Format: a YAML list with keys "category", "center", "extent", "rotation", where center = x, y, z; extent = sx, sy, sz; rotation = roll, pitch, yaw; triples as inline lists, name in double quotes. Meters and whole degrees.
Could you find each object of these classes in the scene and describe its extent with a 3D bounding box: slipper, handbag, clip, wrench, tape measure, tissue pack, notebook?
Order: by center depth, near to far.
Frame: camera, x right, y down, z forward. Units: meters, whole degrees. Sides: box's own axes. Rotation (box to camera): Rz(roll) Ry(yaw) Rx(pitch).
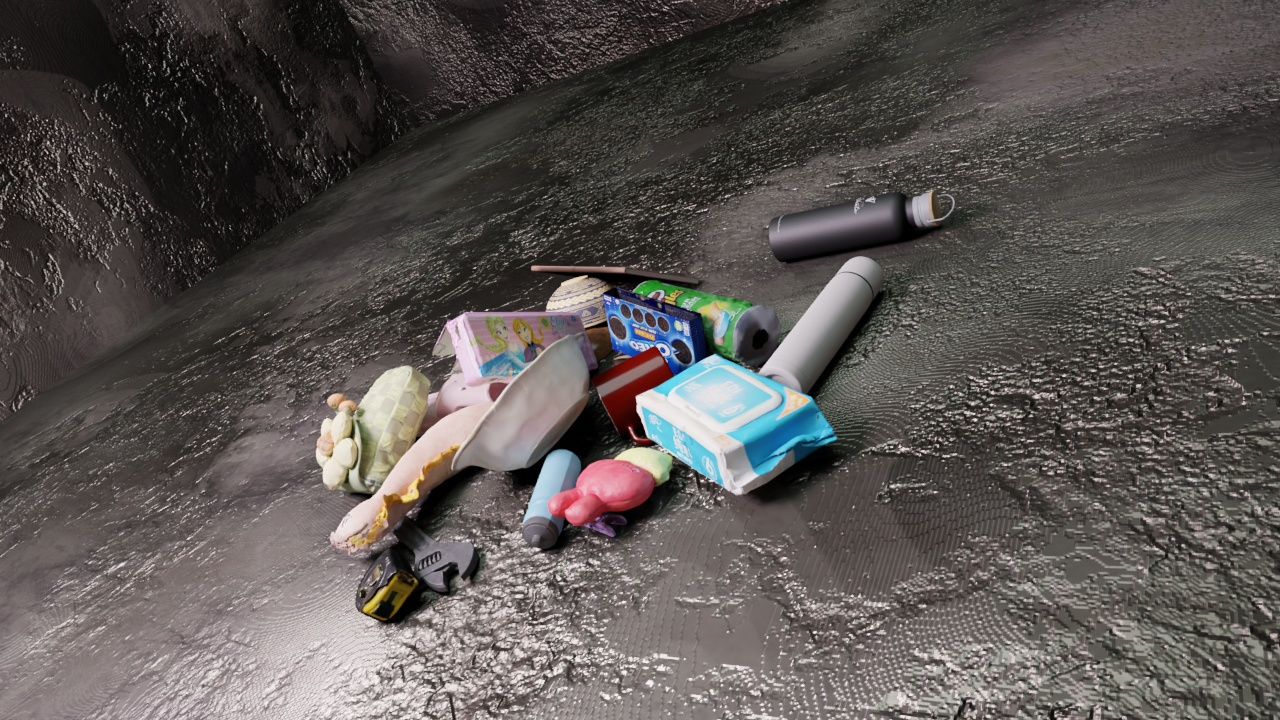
- category: "clip"
  center: [-0.038, 0.161, 0.902]
  extent: [0.036, 0.013, 0.053]
  rotation: [-35, 26, -19]
- category: "tissue pack"
  center: [0.088, 0.061, 0.905]
  extent: [0.116, 0.066, 0.209]
  rotation: [-27, 27, -19]
- category: "tape measure"
  center: [-0.261, 0.228, 0.928]
  extent: [0.062, 0.038, 0.067]
  rotation: [-55, 30, -1]
- category: "wrench"
  center: [-0.254, 0.197, 1.024]
  extent: [0.073, 0.018, 0.273]
  rotation: [-37, 27, -22]
- category: "clip"
  center: [-0.007, 0.010, 1.132]
  extent: [0.061, 0.025, 0.043]
  rotation: [-12, 29, 15]
- category: "handbag"
  center: [-0.346, 0.084, 1.165]
  extent: [0.113, 0.117, 0.186]
  rotation: [-6, 58, 47]
- category: "slipper"
  center: [-0.240, 0.045, 1.231]
  extent: [0.240, 0.064, 0.094]
  rotation: [-14, 29, 26]
- category: "notebook"
  center: [-0.039, -0.123, 1.318]
  extent: [0.141, 0.008, 0.209]
  rotation: [4, 2, -42]

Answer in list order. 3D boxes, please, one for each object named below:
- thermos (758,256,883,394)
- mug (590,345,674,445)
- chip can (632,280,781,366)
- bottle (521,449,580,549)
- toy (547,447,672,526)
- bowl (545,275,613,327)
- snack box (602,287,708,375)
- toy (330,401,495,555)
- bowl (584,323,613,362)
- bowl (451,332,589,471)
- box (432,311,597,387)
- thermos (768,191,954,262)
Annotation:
- category: "thermos"
  center: [0.203, -0.038, 1.001]
  extent: [0.052, 0.052, 0.223]
  rotation: [1, 37, 42]
- category: "mug"
  center: [0.004, 0.046, 1.019]
  extent: [0.082, 0.073, 0.105]
  rotation: [-28, 55, -3]
- category: "chip can"
  center: [0.073, -0.048, 1.111]
  extent: [0.075, 0.075, 0.223]
  rotation: [-37, 29, -21]
- category: "bottle"
  center: [-0.092, 0.145, 0.946]
  extent: [0.040, 0.040, 0.129]
  rotation: [-16, 28, 19]
- category: "toy"
  center: [-0.029, 0.123, 0.910]
  extent: [0.134, 0.045, 0.092]
  rotation: [-25, 17, -30]
- category: "bowl"
  center: [-0.084, -0.085, 1.293]
  extent: [0.112, 0.061, 0.112]
  rotation: [-16, 12, 3]
- category: "snack box"
  center: [0.017, -0.032, 1.093]
  extent: [0.027, 0.082, 0.150]
  rotation: [-30, 34, -33]
- category: "toy"
  center: [-0.239, 0.122, 1.057]
  extent: [0.197, 0.065, 0.263]
  rotation: [-32, 10, 29]
- category: "bowl"
  center: [-0.083, -0.025, 1.258]
  extent: [0.114, 0.026, 0.101]
  rotation: [-2, 36, 40]
- category: "bowl"
  center: [-0.115, 0.061, 1.032]
  extent: [0.218, 0.060, 0.189]
  rotation: [-47, -8, -30]
- category: "box"
  center: [-0.160, -0.006, 1.128]
  extent: [0.097, 0.085, 0.229]
  rotation: [-27, -11, 30]
- category: "thermos"
  center: [0.281, -0.174, 1.167]
  extent: [0.232, 0.061, 0.061]
  rotation: [-8, 32, 32]
